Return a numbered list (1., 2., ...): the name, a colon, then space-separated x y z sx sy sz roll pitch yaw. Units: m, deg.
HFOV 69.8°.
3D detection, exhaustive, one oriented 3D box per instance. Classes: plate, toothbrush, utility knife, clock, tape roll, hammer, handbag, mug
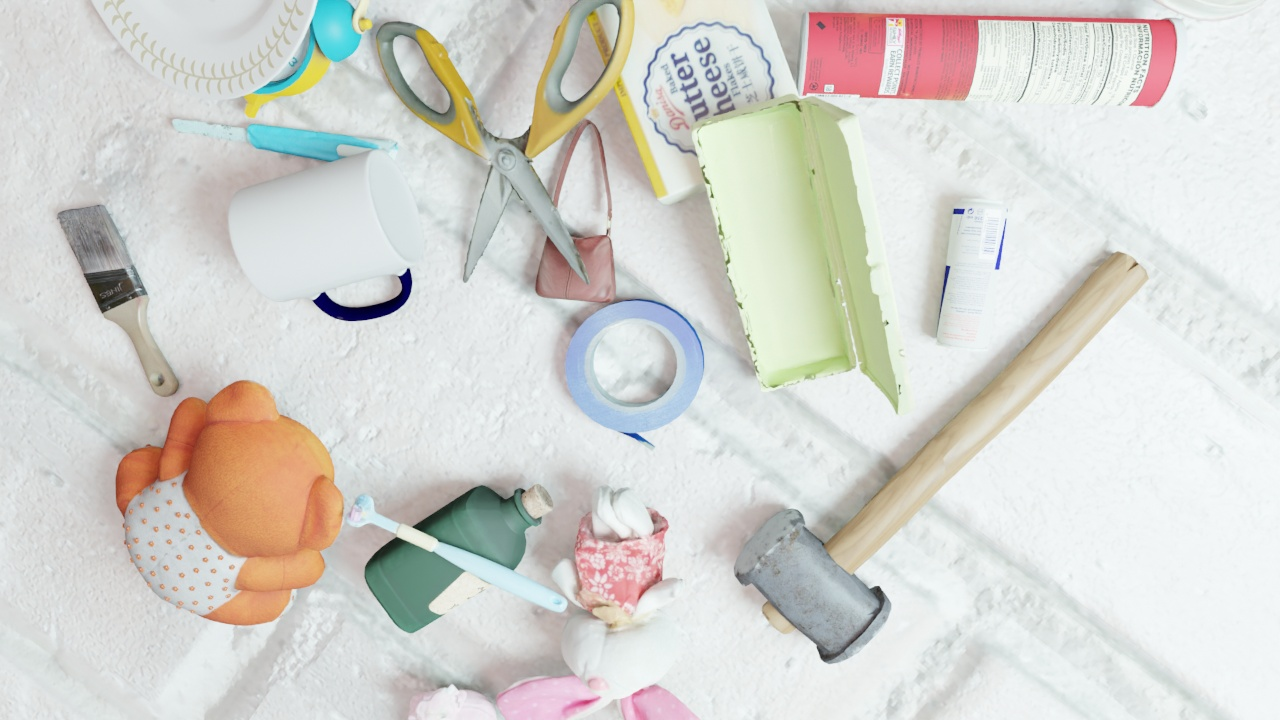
1. plate: -0.279 -0.287 0.565 0.243 0.016 0.243 11 115 26
2. toothbrush: -0.118 0.127 0.596 0.155 0.016 0.022 25 65 0
3. utility knife: -0.247 -0.154 0.632 0.162 0.015 0.022 11 99 3
4. clock: -0.238 -0.229 0.609 0.130 0.043 0.099 -38 93 18
5. tape roll: -0.004 0.004 0.626 0.091 0.016 0.093 33 101 1
6. hammer: 0.201 0.060 0.599 0.098 0.052 0.328 44 98 -1
7. handbag: -0.040 -0.100 0.614 0.055 0.029 0.119 5 94 12
8. mug: -0.200 -0.075 0.615 0.097 0.078 0.112 -14 125 9

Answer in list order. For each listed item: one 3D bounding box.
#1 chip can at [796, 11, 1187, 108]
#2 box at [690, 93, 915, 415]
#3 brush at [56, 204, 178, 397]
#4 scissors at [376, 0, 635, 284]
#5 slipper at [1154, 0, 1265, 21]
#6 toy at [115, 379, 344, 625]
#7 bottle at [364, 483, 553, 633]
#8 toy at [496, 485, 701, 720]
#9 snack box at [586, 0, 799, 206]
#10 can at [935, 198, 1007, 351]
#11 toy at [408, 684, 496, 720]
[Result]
1. chip can: 0.205 -0.182 0.555 0.215 0.051 0.052 4 99 7
2. box: 0.104 -0.063 0.550 0.128 0.066 0.188 11 131 46
3. brush: -0.376 -0.043 0.668 0.039 0.012 0.151 -21 96 9
4. scissors: -0.090 -0.154 0.588 0.230 0.016 0.226 40 120 13
5. slipper: 0.252 -0.293 0.531 0.274 0.054 0.114 38 101 3
6. toy: -0.281 0.098 0.645 0.173 0.092 0.164 -38 90 23
7. bottle: -0.119 0.127 0.637 0.131 0.061 0.061 -33 96 10
8. toy: -0.016 0.179 0.623 0.159 0.084 0.194 10 101 18
9. snack box: 0.022 -0.212 0.570 0.104 0.057 0.208 -21 95 10
10. can: 0.210 -0.054 0.583 0.032 0.032 0.095 6 99 6
11. toy: -0.127 0.279 0.670 0.064 0.047 0.110 -21 105 17
